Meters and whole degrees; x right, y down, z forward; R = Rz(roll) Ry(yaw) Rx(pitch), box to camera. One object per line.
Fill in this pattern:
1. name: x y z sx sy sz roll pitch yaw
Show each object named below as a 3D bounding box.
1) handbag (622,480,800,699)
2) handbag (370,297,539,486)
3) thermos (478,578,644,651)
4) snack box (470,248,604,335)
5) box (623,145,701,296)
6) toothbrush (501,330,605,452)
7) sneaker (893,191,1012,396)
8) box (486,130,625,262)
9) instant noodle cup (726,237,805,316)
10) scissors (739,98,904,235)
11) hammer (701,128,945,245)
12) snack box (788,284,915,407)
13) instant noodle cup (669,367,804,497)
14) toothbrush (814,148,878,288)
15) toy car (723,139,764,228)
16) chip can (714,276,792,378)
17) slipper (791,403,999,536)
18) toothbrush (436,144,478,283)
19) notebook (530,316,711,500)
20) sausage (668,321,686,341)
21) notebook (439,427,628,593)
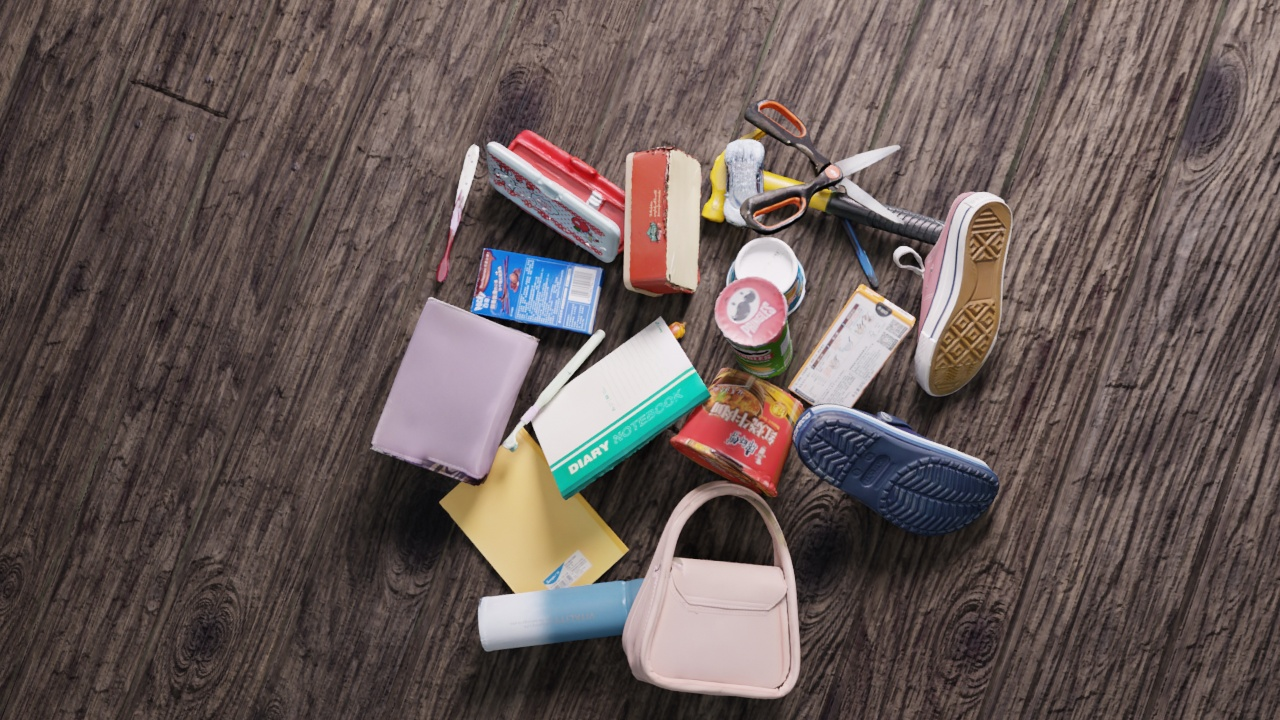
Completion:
1. handbag: 0.090 0.254 1.036 0.193 0.093 0.234 9 86 -18
2. handbag: -0.223 0.039 1.125 0.145 0.098 0.197 21 87 5
3. thermos: -0.080 0.300 1.090 0.220 0.070 0.070 -8 84 3
4. snack box: -0.129 -0.087 1.159 0.157 0.026 0.084 11 87 9
5. box: 0.035 -0.166 1.104 0.078 0.091 0.168 -1 85 31
6. toothbrush: -0.105 0.036 1.134 0.020 0.029 0.189 41 79 -10
7. sneaker: 0.356 -0.079 1.053 0.118 0.088 0.241 -4 115 -17
8. box: -0.097 -0.208 1.128 0.201 0.100 0.095 35 91 9
9. instant noodle cup: 0.147 -0.100 1.080 0.099 0.110 0.099 -1 86 8
10. scissors: 0.201 -0.217 1.061 0.233 0.022 0.220 44 69 11
11. hammer: 0.229 -0.191 1.102 0.301 0.032 0.129 19 97 12
12. snack box: 0.244 -0.006 1.067 0.075 0.026 0.154 35 119 8
13. instant noodle cup: 0.118 0.080 1.065 0.138 0.138 0.108 26 80 9
14. toothbrush: 0.250 -0.174 1.123 0.014 0.016 0.189 -24 85 3
15. toy car: 0.123 -0.211 1.093 0.049 0.031 0.105 0 93 14
16. chip can: 0.131 -0.029 1.012 0.072 0.236 0.072 -2 80 11
17. slipper: 0.282 0.118 1.050 0.252 0.095 0.105 22 113 -13
18. toothbrush: -0.236 -0.190 1.189 0.016 0.017 0.187 13 85 1
19. notebook: -0.030 0.054 1.093 0.209 0.012 0.150 -36 45 6
20. sausage: -0.007 0.007 1.137 0.165 0.021 0.021 -40 81 3
21. notebook: -0.135 0.206 1.144 0.146 0.010 0.206 -43 81 2
